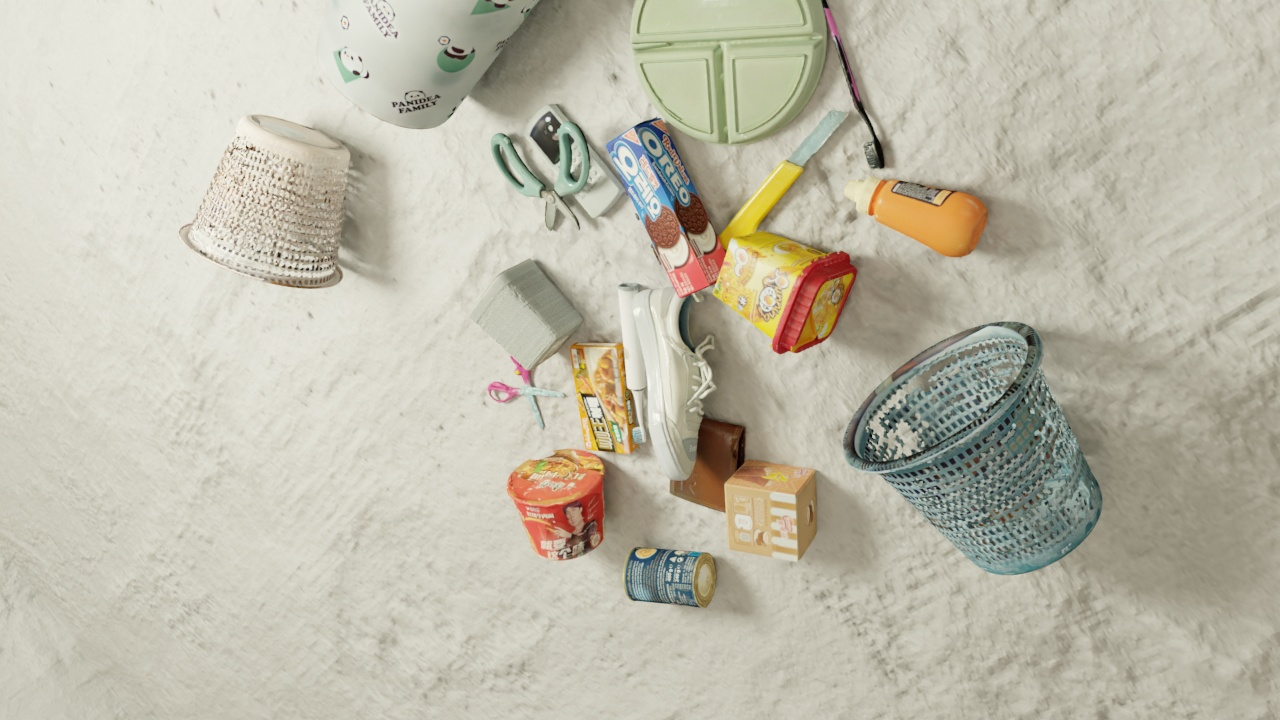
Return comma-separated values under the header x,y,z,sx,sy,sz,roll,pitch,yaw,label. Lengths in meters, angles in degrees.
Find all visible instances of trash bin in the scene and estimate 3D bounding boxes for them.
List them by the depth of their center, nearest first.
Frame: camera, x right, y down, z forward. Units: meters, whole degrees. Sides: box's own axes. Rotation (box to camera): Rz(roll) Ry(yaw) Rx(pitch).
x,y,z,sx,sy,sz,roll,pitch,yaw,label
0.357,0.104,0.951,0.227,0.225,0.195,-32,104,34,trash bin
-0.247,-0.424,1.069,0.229,0.228,0.253,50,128,4,trash bin
-0.512,-0.233,1.302,0.227,0.227,0.192,28,107,17,trash bin

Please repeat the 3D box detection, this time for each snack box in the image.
x,y,z,sx,sy,sz,roll,pitch,yaw,label
0.034,-0.181,1.088,0.058,0.057,0.207,-20,97,48,snack box
0.165,0.187,1.152,0.094,0.076,0.093,5,111,28,snack box
-0.049,0.050,1.249,0.075,0.026,0.154,2,109,29,snack box

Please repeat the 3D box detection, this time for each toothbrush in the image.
x,y,z,sx,sy,sz,roll,pitch,yaw,label
0.223,-0.293,0.976,0.018,0.014,0.189,-14,101,45,toothbrush
-0.007,0.007,1.210,0.026,0.026,0.221,-9,109,-12,toothbrush

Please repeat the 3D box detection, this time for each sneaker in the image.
x,y,z,sx,sy,sz,roll,pitch,yaw,label
0.056,0.026,1.140,0.091,0.089,0.242,-9,89,20,sneaker

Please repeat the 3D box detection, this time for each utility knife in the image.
x,y,z,sx,sy,sz,roll,pitch,yaw,label
0.157,-0.197,1.046,0.033,0.015,0.231,46,125,7,utility knife

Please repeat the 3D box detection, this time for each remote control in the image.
x,y,z,sx,sy,sz,roll,pitch,yaw,label
-0.085,-0.251,1.157,0.150,0.021,0.058,50,124,3,remote control

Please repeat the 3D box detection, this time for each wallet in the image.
x,y,z,sx,sy,sz,roll,pitch,yaw,label
0.085,0.132,1.205,0.101,0.032,0.125,12,113,28,wallet

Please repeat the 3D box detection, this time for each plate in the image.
x,y,z,sx,sy,sz,roll,pitch,yaw,label
0.088,-0.348,1.007,0.230,0.027,0.230,12,120,21,plate

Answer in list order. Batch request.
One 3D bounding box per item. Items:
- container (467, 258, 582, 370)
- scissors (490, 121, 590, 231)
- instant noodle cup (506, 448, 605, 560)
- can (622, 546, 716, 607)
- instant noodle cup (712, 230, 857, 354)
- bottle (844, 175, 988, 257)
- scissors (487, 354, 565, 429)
x,y,z,sx,sy,sz,roll,pitch,yaw,label
-0.150,-0.059,1.228,0.114,0.090,0.090,46,124,3,container
-0.125,-0.250,1.160,0.170,0.019,0.175,41,141,14,scissors
-0.109,0.206,1.283,0.138,0.137,0.109,5,119,27,instant noodle cup
0.042,0.298,1.264,0.111,0.075,0.075,-2,107,29,can
0.159,-0.085,1.039,0.124,0.115,0.116,34,122,28,instant noodle cup
0.284,-0.159,0.967,0.149,0.066,0.067,26,119,26,bottle
-0.169,0.040,1.320,0.136,0.017,0.133,-11,107,29,scissors
